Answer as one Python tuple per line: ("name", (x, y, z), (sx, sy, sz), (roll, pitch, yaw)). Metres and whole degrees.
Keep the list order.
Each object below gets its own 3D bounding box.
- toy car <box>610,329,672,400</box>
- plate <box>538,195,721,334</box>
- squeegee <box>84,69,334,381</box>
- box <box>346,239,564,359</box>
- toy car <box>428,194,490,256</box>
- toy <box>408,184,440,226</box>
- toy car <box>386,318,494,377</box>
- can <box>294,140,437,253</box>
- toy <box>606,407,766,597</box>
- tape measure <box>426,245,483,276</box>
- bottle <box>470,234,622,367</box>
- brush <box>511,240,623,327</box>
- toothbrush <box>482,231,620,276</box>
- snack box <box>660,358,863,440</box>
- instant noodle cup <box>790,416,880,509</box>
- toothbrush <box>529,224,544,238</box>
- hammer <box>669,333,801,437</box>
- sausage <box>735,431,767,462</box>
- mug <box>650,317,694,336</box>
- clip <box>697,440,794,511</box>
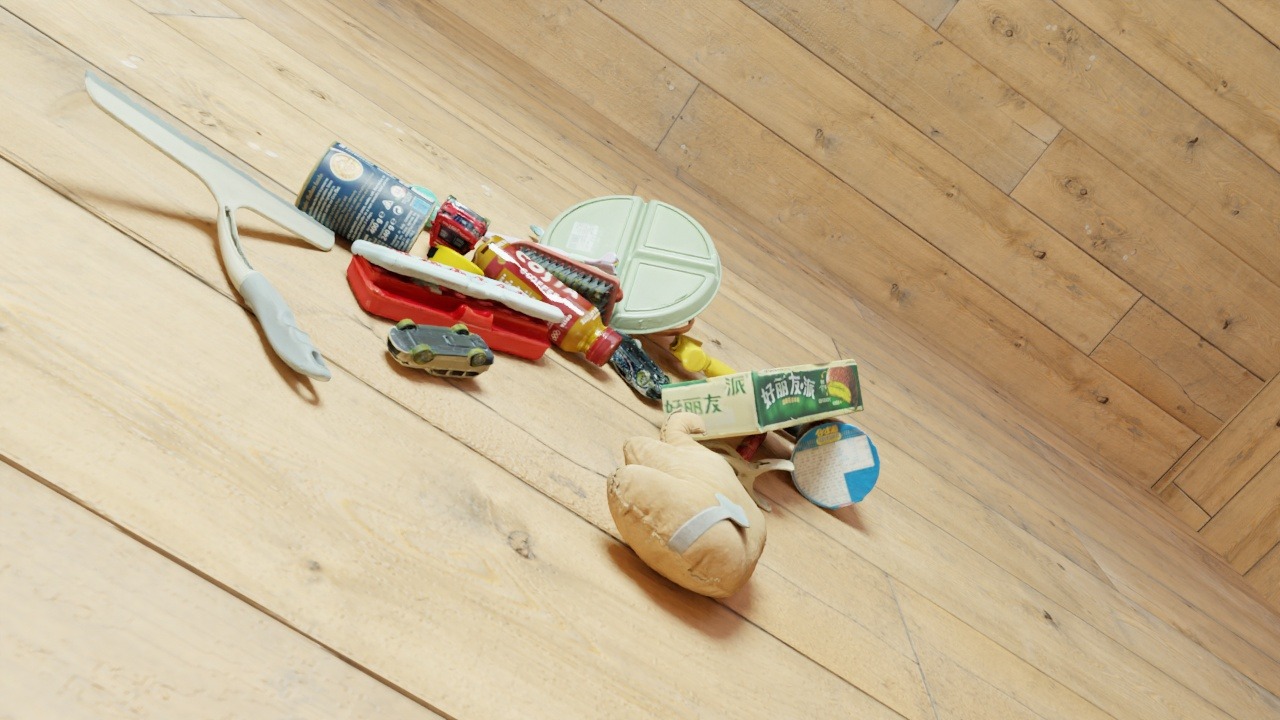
("toy car", (-0.006, 0.006, 1.003), (0.049, 0.031, 0.105), (15, 29, -51))
("plate", (-0.014, -0.124, 1.109), (0.230, 0.028, 0.229), (3, 49, -4))
("squeegee", (-0.282, -0.063, 0.674), (0.246, 0.039, 0.246), (53, 7, 31))
("box", (-0.165, -0.067, 0.844), (0.201, 0.068, 0.090), (17, 25, -43))
("toy car", (-0.189, -0.131, 0.937), (0.053, 0.045, 0.121), (31, -14, -13))
("toy", (-0.252, -0.178, 1.039), (0.096, 0.030, 0.092), (15, 21, -30))
("toy car", (-0.164, -0.007, 0.746), (0.090, 0.035, 0.042), (7, 31, -45))
("can", (-0.257, -0.145, 0.866), (0.111, 0.075, 0.075), (31, 18, -14))
("toy", (0.044, 0.110, 0.748), (0.143, 0.083, 0.225), (47, 15, -4))
("tape measure", (-0.186, -0.089, 0.914), (0.060, 0.029, 0.057), (31, -9, -7))
("bottle", (-0.099, -0.059, 0.960), (0.175, 0.057, 0.057), (36, 18, 5))
("brush", (-0.093, -0.090, 1.020), (0.146, 0.063, 0.069), (25, 29, 13))
("toothbrush", (-0.108, -0.129, 1.069), (0.189, 0.029, 0.021), (16, 34, 26))
("snack box", (0.136, 0.042, 0.979), (0.239, 0.115, 0.063), (-5, 86, -52))
("instant noodle cup", (0.218, 0.108, 1.063), (0.099, 0.099, 0.109), (35, 10, -2))
("toothbrush", (-0.097, -0.117, 1.161), (0.027, 0.026, 0.224), (31, 16, -40))
("hammer", (0.160, 0.056, 1.151), (0.300, 0.033, 0.128), (33, 7, -14))
("sausage", (0.123, 0.095, 1.029), (0.020, 0.020, 0.155), (38, 18, 8))
("mug", (0.022, -0.083, 1.158), (0.105, 0.082, 0.114), (-10, 70, -17))
("clip", (0.096, 0.113, 0.914), (0.098, 0.064, 0.034), (23, 19, -13))
